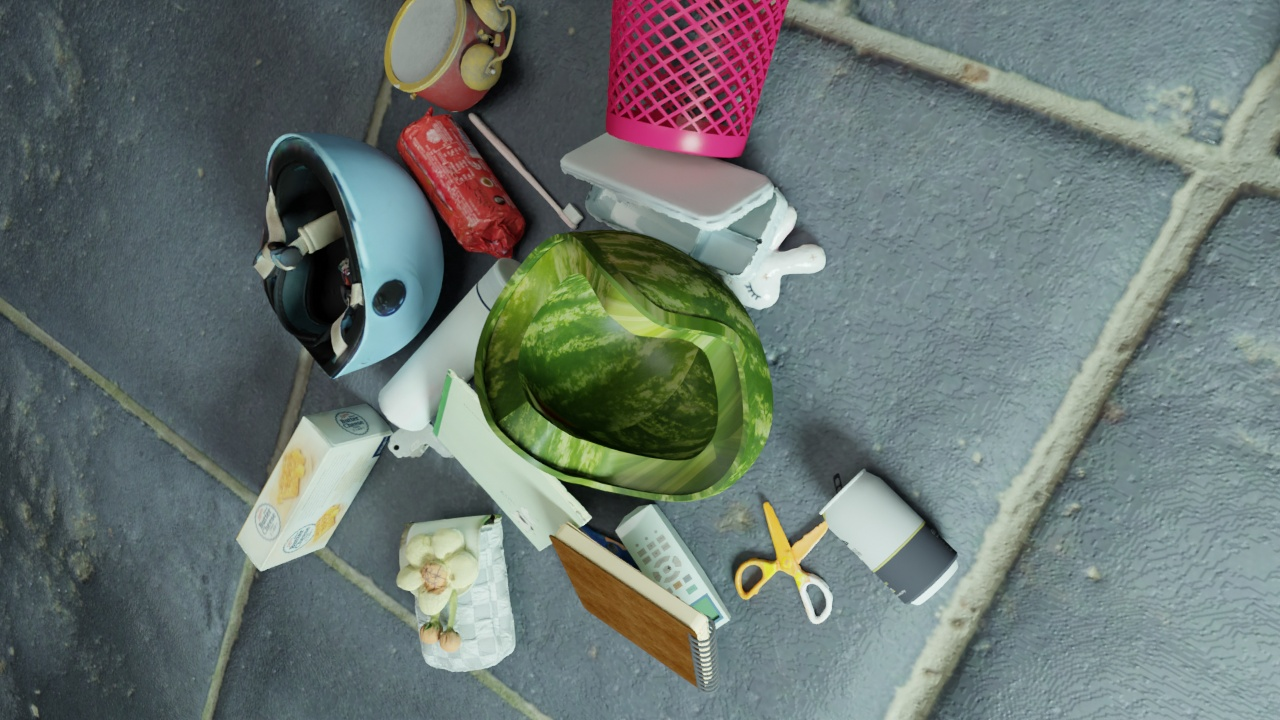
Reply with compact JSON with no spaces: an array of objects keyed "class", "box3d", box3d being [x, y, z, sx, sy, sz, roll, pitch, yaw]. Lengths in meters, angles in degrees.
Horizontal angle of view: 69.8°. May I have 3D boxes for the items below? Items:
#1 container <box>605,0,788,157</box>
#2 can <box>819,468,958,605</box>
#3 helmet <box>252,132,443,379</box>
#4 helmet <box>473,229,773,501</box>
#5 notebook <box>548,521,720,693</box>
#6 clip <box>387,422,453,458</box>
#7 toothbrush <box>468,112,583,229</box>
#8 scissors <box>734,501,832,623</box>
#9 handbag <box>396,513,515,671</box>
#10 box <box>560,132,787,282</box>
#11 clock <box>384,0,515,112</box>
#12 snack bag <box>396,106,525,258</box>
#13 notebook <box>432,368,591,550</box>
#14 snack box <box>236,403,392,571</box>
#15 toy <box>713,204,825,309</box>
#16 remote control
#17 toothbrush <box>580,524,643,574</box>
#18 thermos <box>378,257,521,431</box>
[{"class":"container","box3d":[0.049,-0.302,0.794,0.183,0.182,0.226,19,112,24]},{"class":"can","box3d":[0.215,0.152,0.813,0.127,0.064,0.064,45,113,16]},{"class":"helmet","box3d":[-0.304,-0.122,0.977,0.225,0.166,0.266,42,138,25]},{"class":"helmet","box3d":[-0.005,0.005,0.811,0.213,0.247,0.243,-50,30,16]},{"class":"notebook","box3d":[0.002,0.242,0.873,0.167,0.226,0.024,29,66,22]},{"class":"clip","box3d":[-0.267,0.091,1.076,0.054,0.038,0.101,-47,74,11]},{"class":"toothbrush","box3d":[-0.124,-0.205,0.973,0.181,0.015,0.018,47,107,14]},{"class":"scissors","box3d":[0.146,0.200,0.884,0.129,0.011,0.125,45,115,14]},{"class":"handbag","box3d":[-0.203,0.263,1.011,0.113,0.123,0.171,-8,93,13]},{"class":"box","box3d":[0.018,-0.162,0.835,0.216,0.109,0.107,26,92,31]},{"class":"clock","box3d":[-0.184,-0.322,0.950,0.159,0.081,0.117,-1,79,37]},{"class":"snack bag","box3d":[-0.192,-0.185,0.973,0.082,0.082,0.176,-42,76,25]},{"class":"notebook","box3d":[-0.138,0.108,0.909,0.182,0.010,0.253,48,157,2]},{"class":"snack box","box3d":[-0.393,0.151,1.104,0.057,0.104,0.208,42,113,17]},{"class":"toy","box3d":[0.105,-0.085,0.856,0.126,0.037,0.076,-35,82,25]},{"class":"remote control","box3d":[0.033,0.213,0.935,0.050,0.024,0.143,-39,77,16]},{"class":"toothbrush","box3d":[-0.036,0.195,0.974,0.135,0.017,0.021,31,103,21]},{"class":"thermos","box3d":[-0.198,-0.014,1.006,0.231,0.067,0.068,-44,76,25]}]
